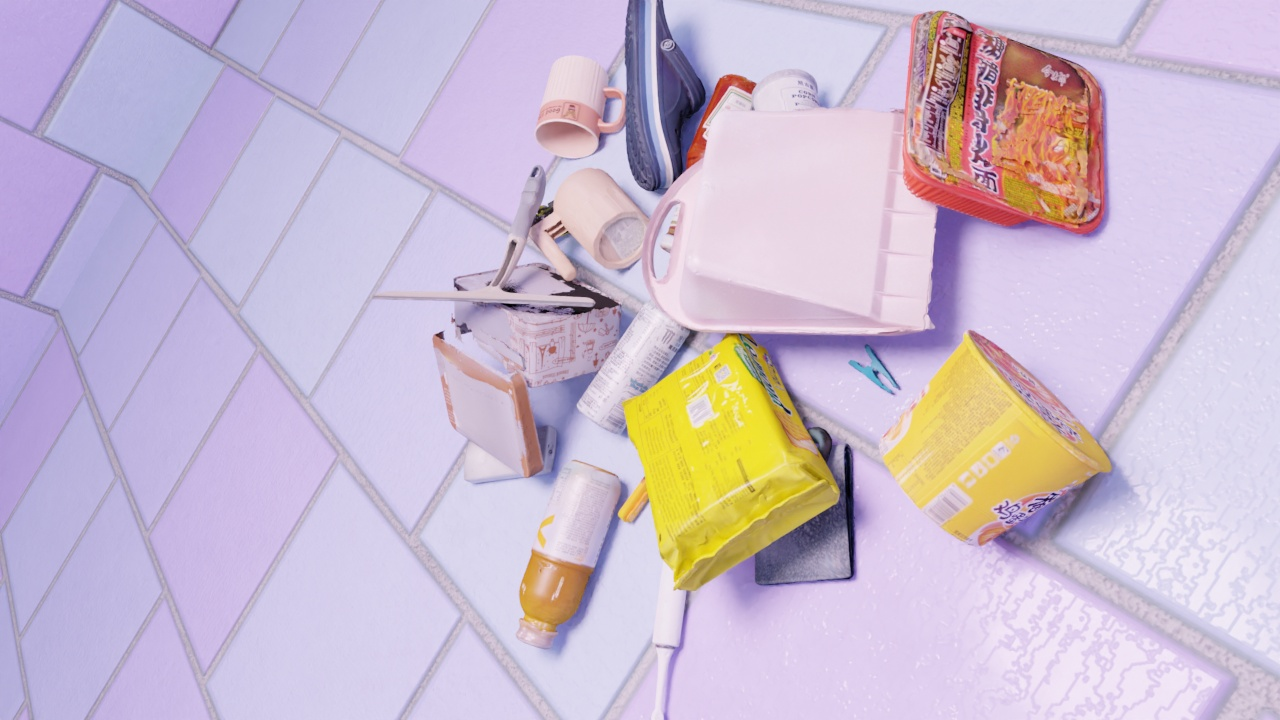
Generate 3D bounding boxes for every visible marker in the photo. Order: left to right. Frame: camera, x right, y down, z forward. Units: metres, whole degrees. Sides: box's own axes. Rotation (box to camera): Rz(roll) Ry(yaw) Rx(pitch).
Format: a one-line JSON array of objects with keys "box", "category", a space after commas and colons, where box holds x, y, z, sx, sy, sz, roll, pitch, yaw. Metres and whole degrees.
[{"box": [0.018, 0.114, 0.936, 0.124, 0.018, 0.015, -55, 45, 5], "category": "marker"}]

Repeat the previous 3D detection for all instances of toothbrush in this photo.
[{"box": [0.028, 0.237, 0.862, 0.026, 0.026, 0.220, 127, 153, -68], "category": "toothbrush"}]

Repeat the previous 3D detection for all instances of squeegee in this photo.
[{"box": [-0.145, -0.137, 1.047, 0.247, 0.039, 0.245, 2, 48, 13], "category": "squeegee"}]

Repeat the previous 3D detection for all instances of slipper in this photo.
[{"box": [0.028, -0.319, 1.094, 0.095, 0.105, 0.252, -3, 77, -5], "category": "slipper"}]

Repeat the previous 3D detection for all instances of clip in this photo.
[{"box": [0.210, 0.010, 0.823, 0.050, 0.015, 0.056, -47, 45, 10], "category": "clip"}]

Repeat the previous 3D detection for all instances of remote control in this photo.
[{"box": [-0.156, 0.112, 1.086, 0.135, 0.019, 0.056, -13, 62, 35], "category": "remote control"}]

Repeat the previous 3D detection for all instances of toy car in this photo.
[{"box": [-0.092, -0.186, 1.171, 0.105, 0.032, 0.048, -27, 53, 15], "category": "toy car"}]

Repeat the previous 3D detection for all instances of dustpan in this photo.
[{"box": [0.134, -0.124, 0.859, 0.273, 0.139, 0.222, 12, 71, 8], "category": "dustpan"}]

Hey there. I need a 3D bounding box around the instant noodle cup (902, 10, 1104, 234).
[{"box": [0.293, -0.188, 0.766, 0.079, 0.188, 0.164, 134, 149, -67], "category": "instant noodle cup"}]

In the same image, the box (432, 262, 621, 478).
[{"box": [-0.130, 0.012, 1.056, 0.183, 0.156, 0.193, 30, 126, 45], "category": "box"}]

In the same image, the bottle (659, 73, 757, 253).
[{"box": [0.076, -0.214, 1.021, 0.060, 0.059, 0.206, 21, 88, 45], "category": "bottle"}]

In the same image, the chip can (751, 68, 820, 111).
[{"box": [0.160, -0.191, 0.926, 0.071, 0.071, 0.214, -23, 56, 31], "category": "chip can"}]

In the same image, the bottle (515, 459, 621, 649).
[{"box": [-0.078, 0.199, 0.943, 0.068, 0.068, 0.189, 10, 76, 43], "category": "bottle"}]

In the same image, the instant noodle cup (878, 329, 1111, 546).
[{"box": [0.255, 0.064, 0.683, 0.110, 0.138, 0.138, -49, 45, 23], "category": "instant noodle cup"}]

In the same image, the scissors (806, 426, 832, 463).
[{"box": [0.102, 0.088, 0.850, 0.179, 0.019, 0.169, -17, 42, 31], "category": "scissors"}]

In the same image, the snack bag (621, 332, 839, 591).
[{"box": [0.066, 0.075, 0.824, 0.158, 0.068, 0.246, -35, 35, 12], "category": "snack bag"}]

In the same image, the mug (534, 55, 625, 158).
[{"box": [-0.074, -0.332, 1.200, 0.115, 0.082, 0.105, 4, 68, 14], "category": "mug"}]

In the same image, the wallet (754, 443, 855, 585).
[{"box": [0.144, 0.138, 0.817, 0.097, 0.019, 0.120, -15, 62, 38], "category": "wallet"}]

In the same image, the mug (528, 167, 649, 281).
[{"box": [-0.060, -0.156, 1.082, 0.124, 0.084, 0.103, -35, 48, -5], "category": "mug"}]

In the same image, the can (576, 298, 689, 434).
[{"box": [-0.006, 0.006, 0.982, 0.058, 0.058, 0.147, 38, 96, 45], "category": "can"}]
